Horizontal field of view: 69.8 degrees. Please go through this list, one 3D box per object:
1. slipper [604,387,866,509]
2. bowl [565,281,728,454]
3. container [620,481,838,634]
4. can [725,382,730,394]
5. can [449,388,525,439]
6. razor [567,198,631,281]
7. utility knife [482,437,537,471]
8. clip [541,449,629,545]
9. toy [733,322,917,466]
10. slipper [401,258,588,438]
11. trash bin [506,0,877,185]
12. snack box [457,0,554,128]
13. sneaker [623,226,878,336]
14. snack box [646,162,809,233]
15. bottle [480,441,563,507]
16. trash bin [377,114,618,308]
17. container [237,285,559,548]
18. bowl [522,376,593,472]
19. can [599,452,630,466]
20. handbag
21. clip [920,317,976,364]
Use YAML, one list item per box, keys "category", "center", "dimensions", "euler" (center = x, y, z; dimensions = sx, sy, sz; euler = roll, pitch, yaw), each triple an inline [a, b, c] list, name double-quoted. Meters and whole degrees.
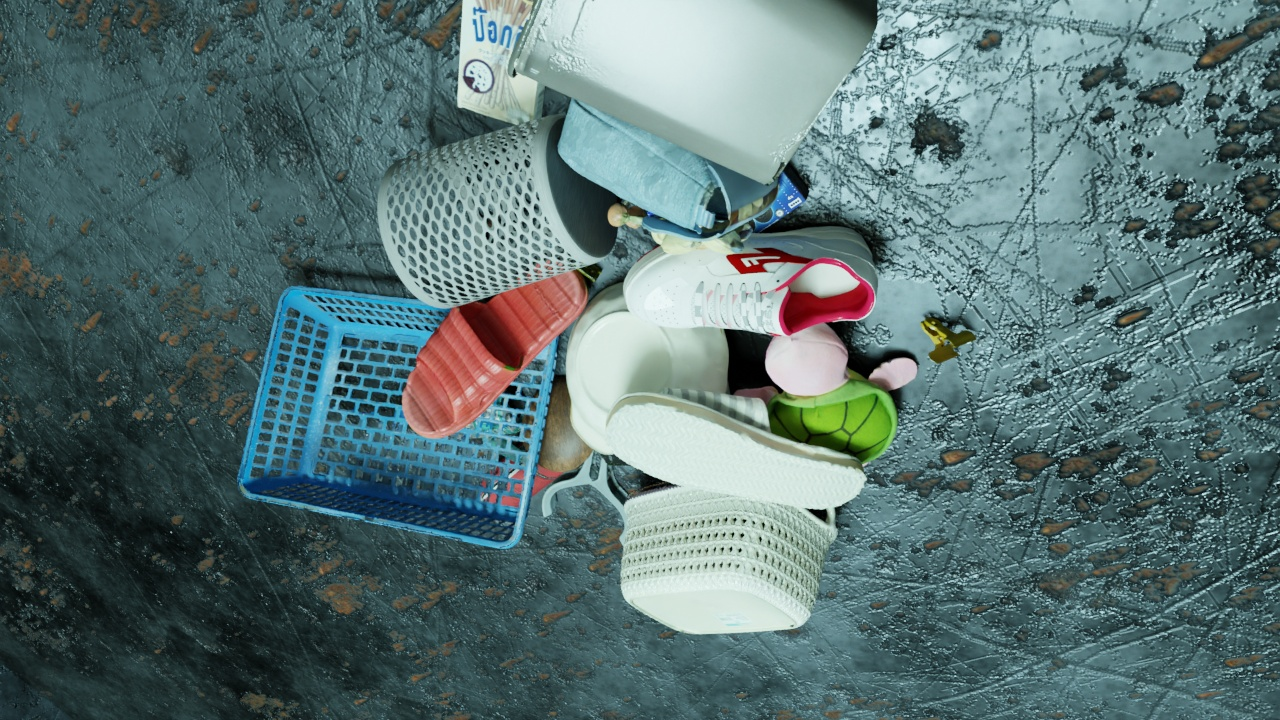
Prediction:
- category: "slipper"
  center: [0.096, 0.087, 0.911]
  dimensions: [0.272, 0.053, 0.115]
  euler: [19, 130, -14]
- category: "bowl"
  center: [-0.006, 0.006, 0.951]
  dimensions: [0.188, 0.060, 0.220]
  euler: [43, 105, 17]
- category: "container"
  center: [0.093, 0.223, 1.049]
  dimensions: [0.252, 0.143, 0.184]
  euler: [-18, 137, 42]
- category: "can"
  center: [0.021, 0.046, 1.016]
  dimensions: [0.143, 0.078, 0.079]
  euler: [-3, 122, 24]
- category: "can"
  center: [-0.193, 0.067, 1.133]
  dimensions: [0.102, 0.054, 0.055]
  euler: [-10, 120, 27]
- category: "razor"
  center: [-0.037, -0.131, 0.951]
  dimensions: [0.042, 0.026, 0.106]
  euler: [37, 125, -3]
- category: "utility knife"
  center: [-0.161, 0.112, 1.126]
  dimensions: [0.148, 0.015, 0.022]
  euler: [19, 99, 56]
- category: "clip"
  center: [-0.087, 0.166, 1.179]
  dimensions: [0.164, 0.030, 0.173]
  euler: [0, 123, 20]
- category: "toy"
  center: [0.190, 0.047, 0.943]
  dimensions: [0.190, 0.087, 0.238]
  euler: [-7, 132, 16]
- category: "slipper"
  center: [-0.165, -0.020, 0.976]
  dimensions: [0.249, 0.059, 0.103]
  euler: [-43, 72, 3]
- category: "trash bin"
  center: [0.049, -0.270, 0.716]
  dimensions: [0.220, 0.196, 0.198]
  euler: [29, 128, -7]
- category: "snack box"
  center: [-0.127, -0.300, 0.861]
  dimensions: [0.082, 0.026, 0.150]
  euler: [20, 129, 8]
- category: "sneaker"
  center: [0.102, -0.061, 0.849]
  dimensions: [0.236, 0.104, 0.090]
  euler: [-4, 123, 1]
- category: "snack box"
  center: [0.079, -0.150, 0.885]
  dimensions: [0.151, 0.027, 0.082]
  euler: [-33, 107, 36]
- category: "bottle"
  center: [-0.159, 0.151, 1.175]
  dimensions: [0.062, 0.062, 0.177]
  euler: [42, 128, -10]
- category: "trash bin"
  center: [-0.132, -0.146, 0.894]
  dimensions: [0.184, 0.156, 0.156]
  euler: [-11, 119, 25]
- category: "container"
  center: [-0.269, 0.062, 1.068]
  dimensions: [0.363, 0.089, 0.257]
  euler: [8, 82, 17]
- category: "bowl"
  center: [-0.097, 0.075, 1.077]
  dimensions: [0.102, 0.026, 0.114]
  euler: [29, 96, 21]
- category: "can"
  center: [0.020, 0.096, 1.068]
  dimensions: [0.138, 0.053, 0.054]
  euler: [-3, 122, 24]
- category: "handbag"
  center: [0.019, -0.162, 0.814]
  dimensions: [0.192, 0.121, 0.119]
  euler: [33, 127, 14]
- category: "clip"
  center: [0.293, -0.020, 0.885]
  dimensions: [0.046, 0.054, 0.048]
  euler: [7, 107, 43]
